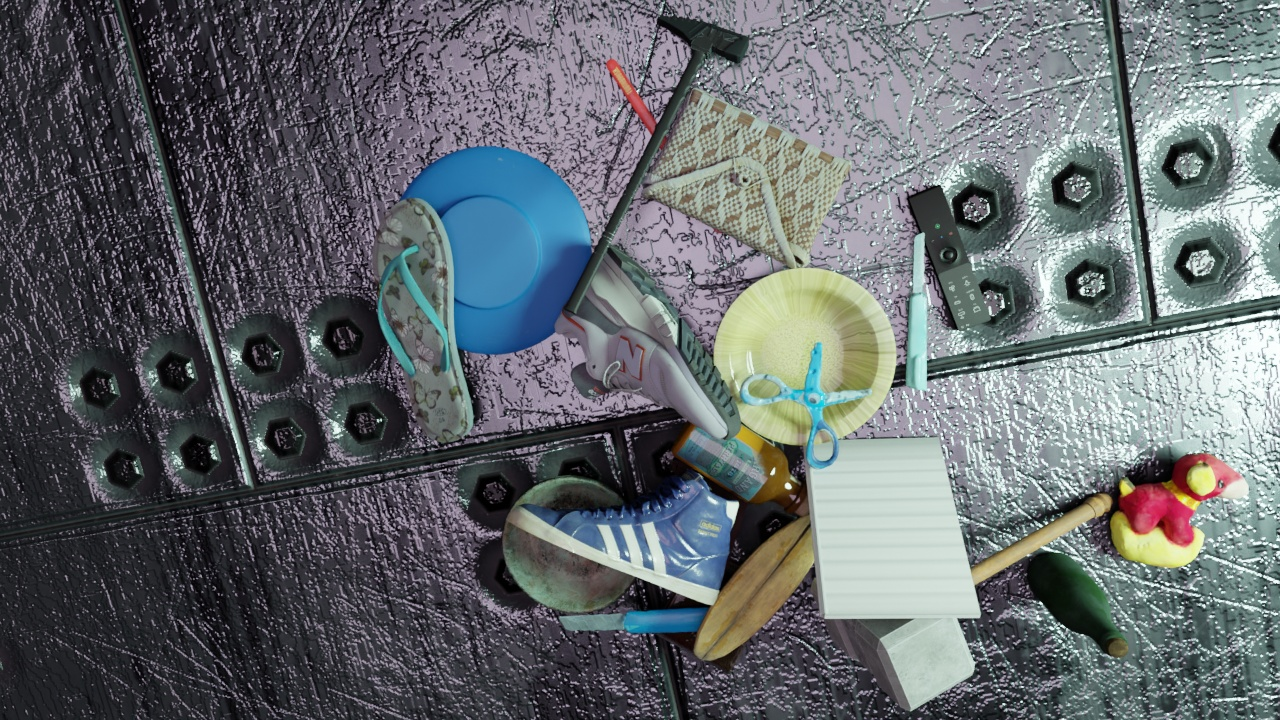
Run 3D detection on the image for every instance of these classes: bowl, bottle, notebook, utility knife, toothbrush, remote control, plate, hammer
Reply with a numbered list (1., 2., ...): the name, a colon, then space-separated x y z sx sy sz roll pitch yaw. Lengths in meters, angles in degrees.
1. bowl: -0.073 0.200 1.020 0.157 0.038 0.157 1 99 6
2. bottle: 0.114 0.112 0.972 0.157 0.067 0.068 33 101 0
3. notebook: 0.242 0.160 0.912 0.143 0.209 0.009 -2 135 6
4. utility knife: 0.021 0.283 1.006 0.221 0.015 0.031 -2 92 1
5. utility knife: 0.288 -0.048 0.949 0.022 0.015 0.166 -1 104 7
6. toothbrush: 0.026 -0.221 0.950 0.012 0.018 0.212 -33 95 10
7. remote control: 0.316 -0.104 0.942 0.034 0.013 0.150 -22 96 9
8. plate: 0.170 -0.005 0.962 0.184 0.036 0.184 1 100 6
9. plate: -0.165 -0.116 0.985 0.224 0.024 0.224 1 99 6
10. bottle: 0.436 0.245 0.906 0.055 0.174 0.055 1 99 6
11. hammer: -0.003 -0.194 0.900 0.095 0.015 0.324 24 81 13
12. hammer: 0.353 0.215 0.941 0.317 0.163 0.083 -26 103 -8

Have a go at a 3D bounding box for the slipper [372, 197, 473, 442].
1. slipper: -0.244 -0.036 0.980 0.098 0.054 0.269 1 107 26

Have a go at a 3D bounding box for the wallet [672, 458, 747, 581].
1. wallet: 0.063 0.176 1.003 0.091 0.018 0.115 19 83 3

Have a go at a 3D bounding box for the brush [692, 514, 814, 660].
1. brush: 0.126 0.242 0.980 0.059 0.043 0.195 41 81 12

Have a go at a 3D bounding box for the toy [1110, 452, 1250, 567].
1. toy: 0.541 0.151 0.942 0.105 0.067 0.138 30 113 3

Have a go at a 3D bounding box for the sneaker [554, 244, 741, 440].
1. sneaker: -0.005 0.006 0.945 0.124 0.088 0.239 -38 71 17

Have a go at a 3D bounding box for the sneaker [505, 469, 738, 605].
1. sneaker: -0.006 0.152 0.942 0.233 0.091 0.118 24 84 -6

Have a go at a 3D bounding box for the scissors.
1. scissors: 0.172 0.049 0.947 0.134 0.011 0.140 -8 99 6

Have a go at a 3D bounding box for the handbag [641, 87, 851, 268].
1. handbag: 0.106 -0.183 0.921 0.186 0.047 0.124 26 81 1

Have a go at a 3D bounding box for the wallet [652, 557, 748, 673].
1. wallet: 0.083 0.277 1.023 0.099 0.031 0.120 28 99 -1
